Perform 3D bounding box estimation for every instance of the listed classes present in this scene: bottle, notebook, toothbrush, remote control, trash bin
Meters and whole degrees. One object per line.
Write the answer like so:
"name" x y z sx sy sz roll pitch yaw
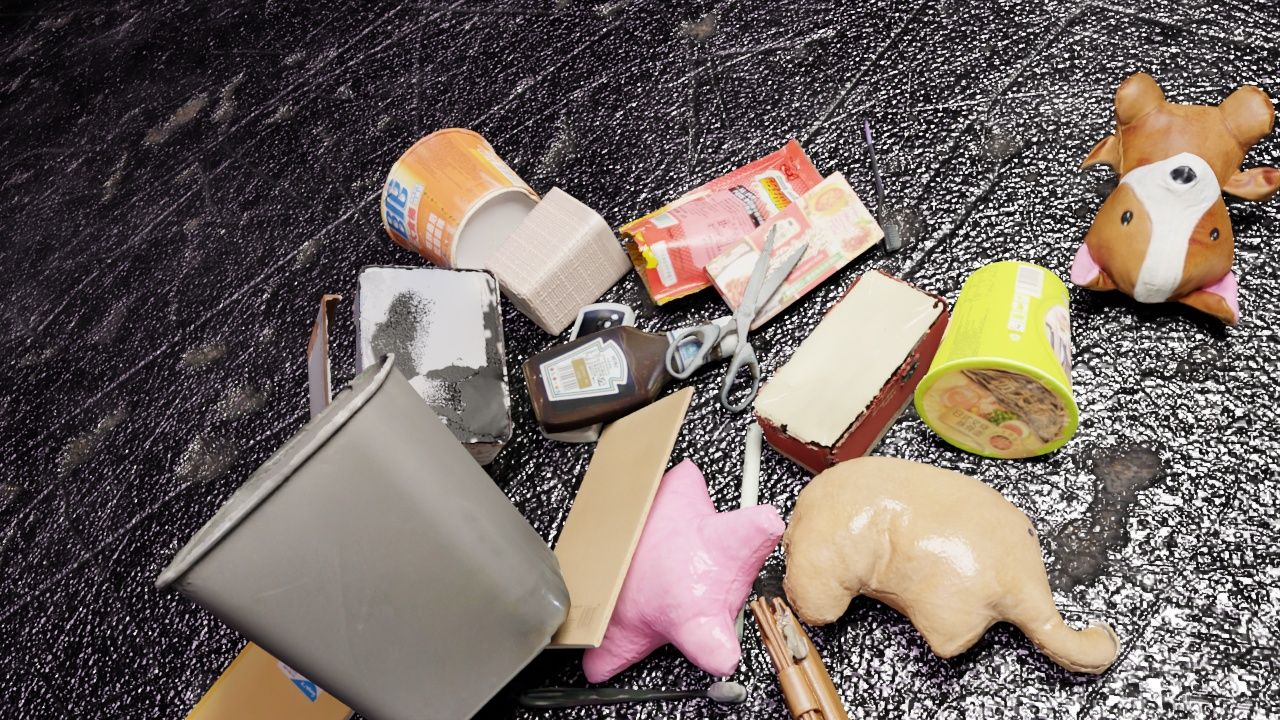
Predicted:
"bottle" -0.005 0.005 0.827 0.195 0.044 0.079 -18 67 -3
"notebook" -0.335 0.325 0.779 0.146 0.010 0.206 24 68 35
"toothbrush" 0.232 -0.176 0.892 0.017 0.014 0.188 -6 53 10
"remote control" -0.050 0.009 0.876 0.058 0.021 0.149 1 58 24
"trash bin" -0.184 0.141 0.677 0.199 0.220 0.198 -44 14 -2
"toothbrush" 0.082 0.132 0.731 0.020 0.029 0.189 21 56 -13
"notebook" -0.030 0.127 0.728 0.150 0.012 0.211 -30 33 57
"toothbrush" -0.010 0.250 0.687 0.181 0.018 0.015 -9 56 19

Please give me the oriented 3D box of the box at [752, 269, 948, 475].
"box" 0.171 0.006 0.745 0.091 0.077 0.168 32 72 36

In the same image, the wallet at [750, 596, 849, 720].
"wallet" 0.115 0.225 0.590 0.031 0.108 0.131 -28 50 5

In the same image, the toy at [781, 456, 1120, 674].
"toy" 0.212 0.137 0.636 0.226 0.082 0.143 10 61 24

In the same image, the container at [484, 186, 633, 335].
"container" -0.086 -0.097 0.927 0.111 0.090 0.090 -46 51 -8

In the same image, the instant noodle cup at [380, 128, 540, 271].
"instant noodle cup" -0.182 -0.155 0.979 0.151 0.151 0.111 -44 59 -11

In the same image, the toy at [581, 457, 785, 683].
"toy" 0.031 0.149 0.686 0.195 0.074 0.178 -24 47 41

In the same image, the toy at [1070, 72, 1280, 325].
"toy" 0.415 -0.128 0.714 0.140 0.130 0.199 16 73 26

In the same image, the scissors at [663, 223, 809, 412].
"scissors" 0.087 -0.038 0.807 0.165 0.014 0.163 -11 86 -9

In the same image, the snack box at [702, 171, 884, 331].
"snack box" 0.139 -0.099 0.842 0.153 0.025 0.075 -35 90 -3

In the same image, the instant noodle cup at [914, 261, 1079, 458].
"instant noodle cup" 0.277 -0.007 0.696 0.112 0.112 0.123 5 50 27

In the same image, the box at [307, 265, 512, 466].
"box" -0.222 0.028 0.878 0.157 0.206 0.180 0 66 -27

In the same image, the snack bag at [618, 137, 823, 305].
"snack bag" 0.091 -0.133 0.894 0.208 0.073 0.128 -24 56 -5
